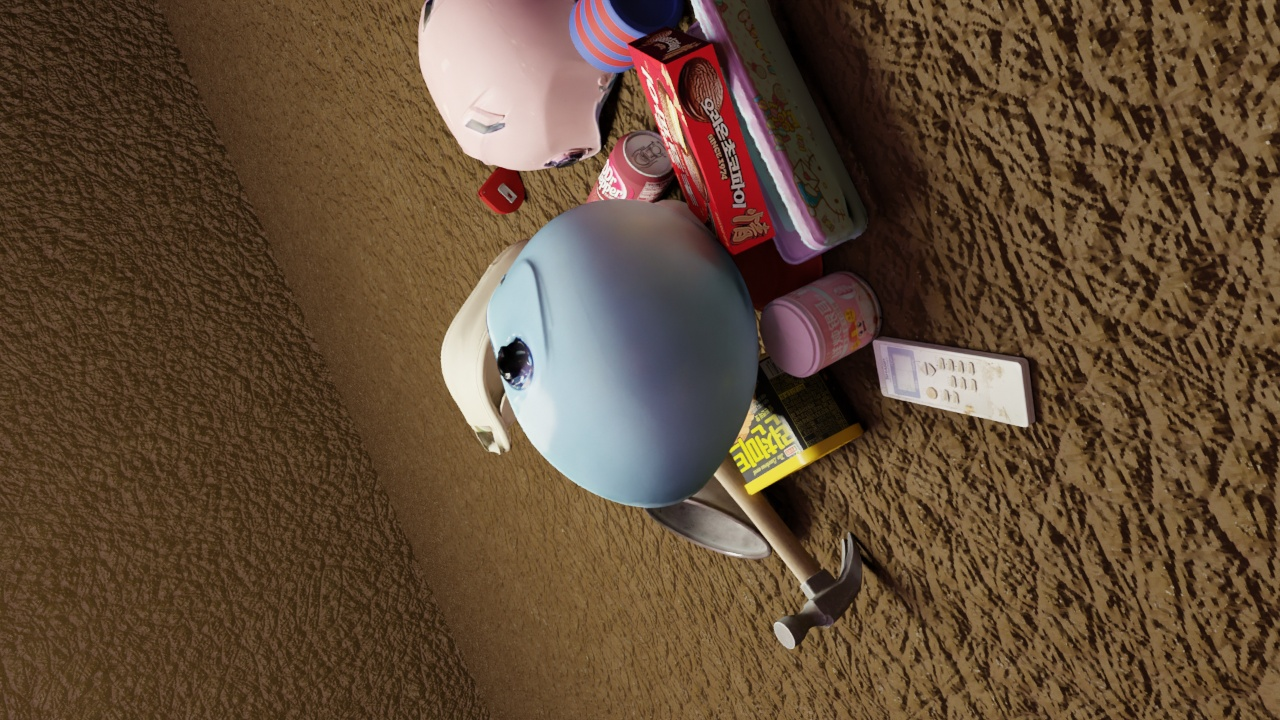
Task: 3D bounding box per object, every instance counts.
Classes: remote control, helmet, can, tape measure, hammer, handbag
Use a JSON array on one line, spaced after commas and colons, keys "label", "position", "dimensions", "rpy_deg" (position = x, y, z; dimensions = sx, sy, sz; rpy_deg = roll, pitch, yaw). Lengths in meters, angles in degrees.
[{"label": "remote control", "position": [0.233, 0.014, 0.696], "dimensions": [0.136, 0.011, 0.050], "rpy_deg": [14, 124, 56]}, {"label": "helmet", "position": [-0.144, -0.300, 0.957], "dimensions": [0.230, 0.152, 0.256], "rpy_deg": [62, 158, -3]}, {"label": "can", "position": [0.127, 0.052, 0.848], "dimensions": [0.101, 0.072, 0.131], "rpy_deg": [62, 152, 11]}, {"label": "helmet", "position": [-0.003, -0.021, 0.744], "dimensions": [0.167, 0.225, 0.265], "rpy_deg": [-49, 48, 47]}, {"label": "tape measure", "position": [-0.171, -0.217, 1.170], "dimensions": [0.051, 0.059, 0.019], "rpy_deg": [43, 162, -26]}, {"label": "hammer", "position": [0.090, 0.118, 0.908], "dimensions": [0.331, 0.119, 0.031], "rpy_deg": [51, 150, 24]}, {"label": "can", "position": [-0.010, -0.173, 0.907], "dimensions": [0.063, 0.063, 0.114], "rpy_deg": [59, 152, 10]}, {"label": "can", "position": [0.145, -0.030, 0.743], "dimensions": [0.067, 0.076, 0.067], "rpy_deg": [41, 144, 38]}, {"label": "handbag", "position": [-0.116, -0.024, 1.062], "dimensions": [0.132, 0.228, 0.184], "rpy_deg": [9, 132, 44]}]

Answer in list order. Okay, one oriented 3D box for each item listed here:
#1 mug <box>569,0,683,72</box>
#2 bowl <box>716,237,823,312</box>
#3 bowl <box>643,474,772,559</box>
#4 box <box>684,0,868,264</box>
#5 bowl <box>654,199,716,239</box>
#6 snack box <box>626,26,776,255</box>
[{"label": "mug", "position": [0.000, -0.289, 0.801], "dimensions": [0.112, 0.074, 0.076], "rpy_deg": [43, 156, -15]}, {"label": "bowl", "position": [0.104, -0.091, 0.807], "dimensions": [0.122, 0.035, 0.122], "rpy_deg": [40, 144, 38]}, {"label": "bowl", "position": [0.081, 0.150, 0.976], "dimensions": [0.145, 0.067, 0.145], "rpy_deg": [20, 156, 9]}, {"label": "box", "position": [0.087, -0.174, 0.696], "dimensions": [0.090, 0.092, 0.214], "rpy_deg": [-26, 89, 43]}, {"label": "bowl", "position": [0.038, -0.107, 0.887], "dimensions": [0.105, 0.054, 0.105], "rpy_deg": [41, 148, 33]}, {"label": "snack box", "position": [0.046, -0.177, 0.725], "dimensions": [0.132, 0.036, 0.152], "rpy_deg": [-117, 3, -62]}]
